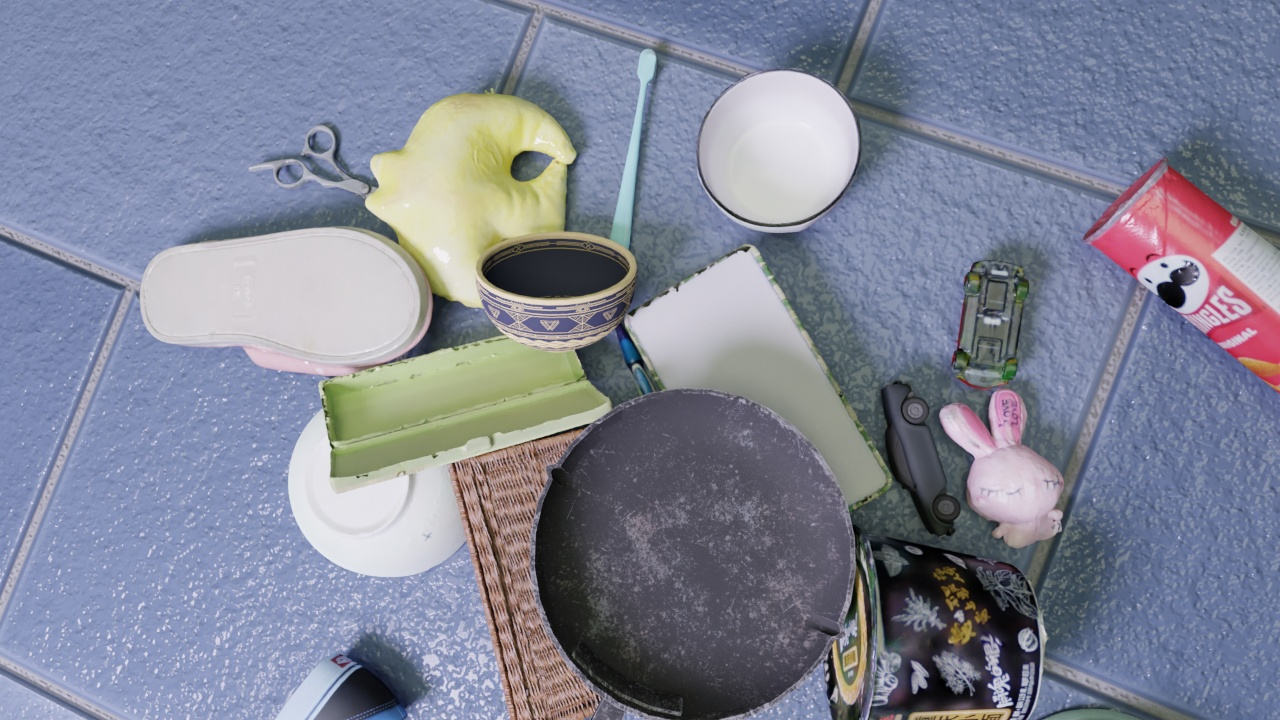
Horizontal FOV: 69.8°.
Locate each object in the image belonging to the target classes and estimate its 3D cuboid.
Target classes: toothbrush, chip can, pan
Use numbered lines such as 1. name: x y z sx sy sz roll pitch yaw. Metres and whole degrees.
1. toothbrush: -0.004 0.004 0.695 0.016 0.017 0.189 -24 81 3
2. chip can: 0.412 -0.032 0.605 0.233 0.073 0.073 43 92 9
3. toothbrush: -0.006 -0.151 0.711 0.016 0.016 0.180 9 88 8
4. pan: -0.005 0.185 0.556 0.207 0.040 0.356 30 77 -2

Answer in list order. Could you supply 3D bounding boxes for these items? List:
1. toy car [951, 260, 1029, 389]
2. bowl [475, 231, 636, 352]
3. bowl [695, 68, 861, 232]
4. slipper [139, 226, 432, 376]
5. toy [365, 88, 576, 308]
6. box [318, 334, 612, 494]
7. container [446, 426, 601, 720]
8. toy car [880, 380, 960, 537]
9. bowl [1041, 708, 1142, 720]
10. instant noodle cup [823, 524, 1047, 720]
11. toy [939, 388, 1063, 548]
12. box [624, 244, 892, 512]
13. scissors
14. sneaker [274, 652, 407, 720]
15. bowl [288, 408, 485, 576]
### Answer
1. toy car: 0.245 -0.025 0.648 0.042 0.036 0.091 7 85 9
2. bowl: -0.059 -0.042 0.656 0.112 0.112 0.061 7 122 10
3. bowl: 0.100 -0.145 0.667 0.116 0.065 0.116 -1 85 9
4. slipper: -0.278 -0.048 0.724 0.275 0.054 0.114 5 89 21
5. toy: -0.129 -0.126 0.703 0.155 0.064 0.170 6 89 -10
6. box: -0.124 0.034 0.641 0.187 0.141 0.044 -16 120 -15
7. container: -0.047 0.143 0.641 0.113 0.114 0.198 -17 84 3
8. toy car: 0.192 0.069 0.644 0.034 0.046 0.112 -16 81 6
9. bowl: 0.307 0.311 0.589 0.151 0.077 0.151 -1 86 9
10. instant noodle cup: 0.187 0.180 0.598 0.112 0.137 0.137 5 86 -1
11. toy: 0.253 0.074 0.634 0.063 0.047 0.110 -21 79 -2
12. box: 0.083 0.028 0.665 0.118 0.050 0.205 -32 80 8
13. scissors: -0.239 -0.136 0.746 0.095 0.014 0.170 -43 78 -6
14. sneaker: -0.256 0.343 0.675 0.098 0.083 0.241 33 88 11
15. bowl: -0.198 0.089 0.692 0.153 0.073 0.153 -1 84 8
